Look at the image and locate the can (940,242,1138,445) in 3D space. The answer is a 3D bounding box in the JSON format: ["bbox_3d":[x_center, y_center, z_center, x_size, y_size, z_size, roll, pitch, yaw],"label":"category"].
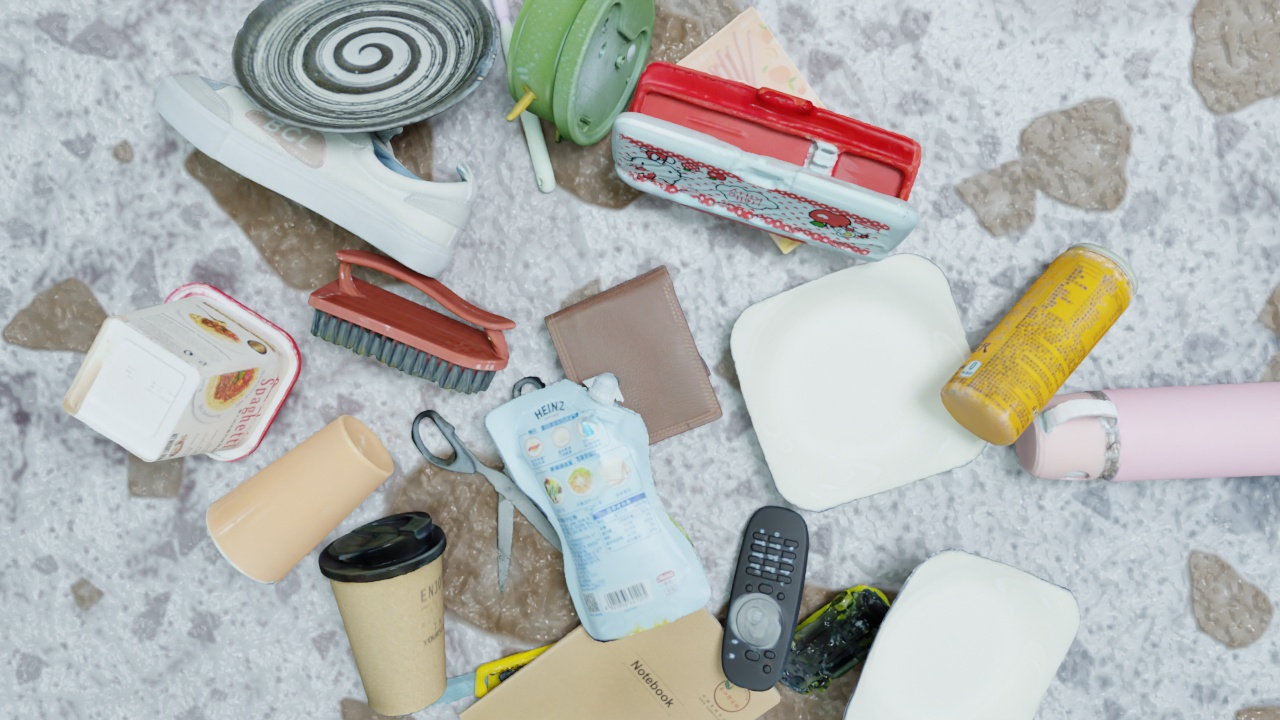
[{"bbox_3d":[0.272,-0.011,0.626,0.058,0.058,0.146,44,79,-1],"label":"can"}]

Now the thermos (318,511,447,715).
[{"bbox_3d":[-0.186,0.188,0.693,0.093,0.093,0.143,-5,103,5],"label":"thermos"}]

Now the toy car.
[{"bbox_3d":[0.145,0.209,0.694,0.048,0.032,0.105,45,109,-1],"label":"toy car"}]

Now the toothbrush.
[{"bbox_3d":[-0.094,-0.216,0.674,0.020,0.029,0.189,-20,97,-35],"label":"toothbrush"}]

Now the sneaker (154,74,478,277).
[{"bbox_3d":[-0.228,-0.157,0.655,0.242,0.089,0.091,30,96,0],"label":"sneaker"}]

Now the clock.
[{"bbox_3d":[-0.034,-0.226,0.620,0.056,0.116,0.161,26,100,12],"label":"clock"}]

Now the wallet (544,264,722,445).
[{"bbox_3d":[-0.004,0.004,0.685,0.101,0.032,0.124,-22,95,4],"label":"wallet"}]

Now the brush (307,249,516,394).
[{"bbox_3d":[-0.164,-0.029,0.676,0.146,0.063,0.069,23,111,1],"label":"brush"}]

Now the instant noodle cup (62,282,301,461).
[{"bbox_3d":[-0.331,0.014,0.664,0.116,0.124,0.116,32,98,0],"label":"instant noodle cup"}]

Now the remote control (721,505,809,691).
[{"bbox_3d":[0.095,0.177,0.690,0.053,0.024,0.136,11,84,18],"label":"remote control"}]

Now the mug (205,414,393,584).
[{"bbox_3d":[-0.252,0.101,0.695,0.123,0.078,0.078,-38,92,2],"label":"mug"}]

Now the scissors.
[{"bbox_3d":[-0.102,0.093,0.712,0.181,0.014,0.159,35,100,-2],"label":"scissors"}]

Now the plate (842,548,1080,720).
[{"bbox_3d":[0.227,0.218,0.667,0.164,0.034,0.163,23,95,-21],"label":"plate"}]

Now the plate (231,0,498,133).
[{"bbox_3d":[-0.188,-0.214,0.639,0.179,0.024,0.179,0,57,-1],"label":"plate"}]

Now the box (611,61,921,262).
[{"bbox_3d":[0.083,-0.131,0.600,0.201,0.100,0.095,18,99,3],"label":"box"}]

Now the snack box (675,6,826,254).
[{"bbox_3d":[0.092,-0.163,0.660,0.084,0.026,0.157,-36,92,7],"label":"snack box"}]

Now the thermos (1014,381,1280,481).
[{"bbox_3d":[0.369,0.046,0.632,0.198,0.087,0.067,-1,62,4],"label":"thermos"}]

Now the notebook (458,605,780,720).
[{"bbox_3d":[-0.016,0.269,0.714,0.208,0.008,0.148,-38,100,8],"label":"notebook"}]

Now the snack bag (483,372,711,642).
[{"bbox_3d":[-0.030,0.105,0.666,0.110,0.038,0.191,-23,92,23],"label":"snack bag"}]

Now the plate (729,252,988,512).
[{"bbox_3d":[0.158,0.015,0.670,0.164,0.034,0.163,-18,95,6],"label":"plate"}]

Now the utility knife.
[{"bbox_3d":[-0.093,0.248,0.724,0.223,0.015,0.033,-18,95,6],"label":"utility knife"}]
